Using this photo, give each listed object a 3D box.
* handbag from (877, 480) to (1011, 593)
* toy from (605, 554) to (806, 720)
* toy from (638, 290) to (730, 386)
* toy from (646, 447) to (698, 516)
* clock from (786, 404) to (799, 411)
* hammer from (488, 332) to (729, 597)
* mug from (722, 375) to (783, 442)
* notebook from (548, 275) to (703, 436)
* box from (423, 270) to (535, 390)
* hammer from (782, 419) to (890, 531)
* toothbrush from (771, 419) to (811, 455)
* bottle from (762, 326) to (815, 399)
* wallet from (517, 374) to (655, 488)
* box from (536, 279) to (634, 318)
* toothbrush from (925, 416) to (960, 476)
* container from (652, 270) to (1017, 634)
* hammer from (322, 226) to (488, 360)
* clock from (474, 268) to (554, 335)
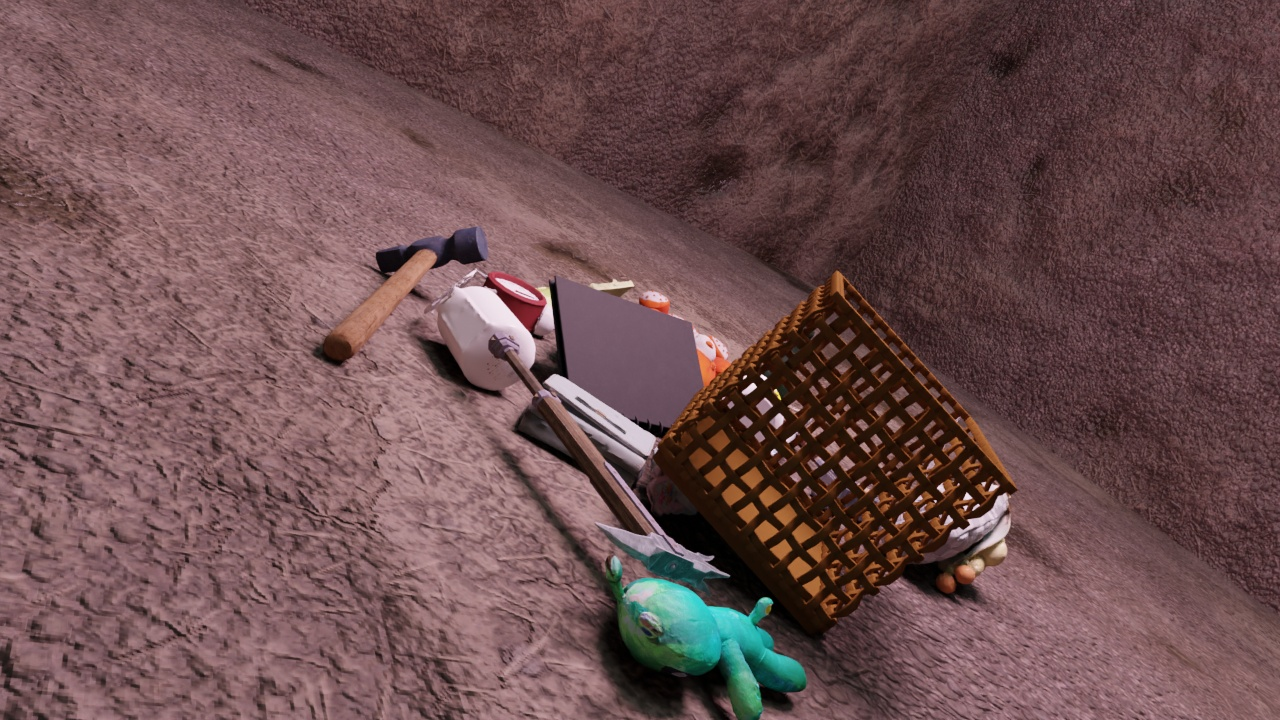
[{"bbox_3d":[0.374,0.214,1.116,0.171,0.113,0.123,-4,70,-46],"label":"handbag"},{"bbox_3d":[0.046,0.189,0.644,0.193,0.072,0.131,29,6,-39],"label":"toy"},{"bbox_3d":[0.061,-0.015,1.287,0.163,0.093,0.172,40,20,-22],"label":"toy"},{"bbox_3d":[0.038,0.116,0.901,0.076,0.037,0.125,67,23,-1],"label":"toy"},{"bbox_3d":[0.173,0.055,1.336,0.141,0.054,0.092,22,7,39],"label":"clock"},{"bbox_3d":[-0.059,0.065,0.773,0.147,0.028,0.317,34,9,-47],"label":"hammer"},{"bbox_3d":[0.137,0.075,1.174,0.068,0.094,0.115,-78,150,-72],"label":"mug"},{"bbox_3d":[-0.006,0.006,1.070,0.231,0.019,0.169,16,56,-43],"label":"notebook"},{"bbox_3d":[-0.173,-0.040,0.951,0.091,0.081,0.160,38,5,-40],"label":"box"},{"bbox_3d":[0.237,0.128,1.279,0.098,0.044,0.322,24,13,-23],"label":"hammer"},{"bbox_3d":[0.198,0.100,1.227,0.024,0.022,0.185,-5,8,24],"label":"toothbrush"},{"bbox_3d":[0.188,0.023,1.259,0.055,0.174,0.055,28,15,-8],"label":"bottle"},{"bbox_3d":[-0.049,0.068,0.903,0.131,0.054,0.100,33,16,-2],"label":"wallet"},{"bbox_3d":[-0.091,-0.085,1.319,0.134,0.061,0.187,-7,5,15],"label":"box"},{"bbox_3d":[0.364,0.145,1.177,0.010,0.182,0.010,22,11,-19],"label":"toothbrush"},{"bbox_3d":[0.181,0.074,0.885,0.219,0.214,0.251,48,15,1],"label":"container"},{"bbox_3d":[-0.252,-0.071,0.935,0.129,0.040,0.321,-9,22,7],"label":"hammer"},{"bbox_3d":[-0.155,-0.072,1.171,0.124,0.044,0.087,20,17,-29],"label":"clock"}]
